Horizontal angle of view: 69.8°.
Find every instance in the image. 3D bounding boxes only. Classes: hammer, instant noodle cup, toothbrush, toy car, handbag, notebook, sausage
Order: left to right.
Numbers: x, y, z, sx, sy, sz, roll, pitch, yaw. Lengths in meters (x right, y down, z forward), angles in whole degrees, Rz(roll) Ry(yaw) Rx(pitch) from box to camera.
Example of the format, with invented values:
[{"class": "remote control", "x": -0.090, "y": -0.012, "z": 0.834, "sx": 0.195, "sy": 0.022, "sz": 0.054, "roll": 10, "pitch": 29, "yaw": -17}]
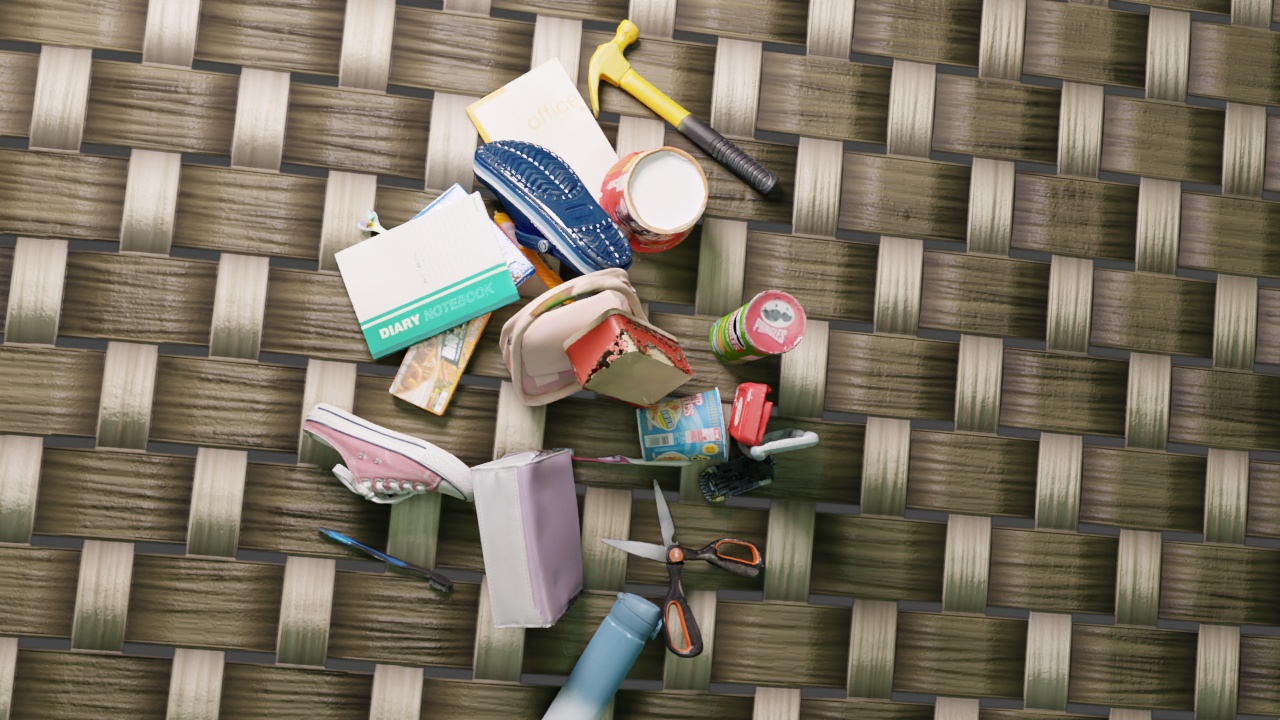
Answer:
[{"class": "toothbrush", "x": -0.330, "y": 0.256, "z": 1.183, "sx": 0.189, "sy": 0.014, "sz": 0.016, "roll": 24, "pitch": 109, "yaw": -3}, {"class": "toothbrush", "x": -0.285, "y": -0.132, "z": 1.202, "sx": 0.189, "sy": 0.020, "sz": 0.029, "roll": 35, "pitch": 81, "yaw": -3}, {"class": "notebook", "x": -0.274, "y": -0.107, "z": 1.173, "sx": 0.209, "sy": 0.012, "sz": 0.150, "roll": -22, "pitch": 86, "yaw": 8}, {"class": "handbag", "x": -0.135, "y": 0.214, "z": 1.138, "sx": 0.099, "sy": 0.144, "sz": 0.197, "roll": -7, "pitch": 90, "yaw": 24}, {"class": "sausage", "x": -0.140, "y": -0.135, "z": 1.215, "sx": 0.021, "sy": 0.021, "sz": 0.165, "roll": -40, "pitch": 91, "yaw": -6}, {"class": "notebook", "x": -0.120, "y": -0.284, "z": 1.230, "sx": 0.146, "sy": 0.010, "sz": 0.206, "roll": -31, "pitch": 91, "yaw": -6}, {"class": "handbag", "x": -0.080, "y": -0.043, "z": 1.109, "sx": 0.193, "sy": 0.234, "sz": 0.093, "roll": -23, "pitch": 72, "yaw": -9}, {"class": "toothbrush", "x": -0.025, "y": 0.129, "z": 1.217, "sx": 0.187, "sy": 0.016, "sz": 0.017, "roll": 3, "pitch": 77, "yaw": -5}, {"class": "instant noodle cup", "x": 0.021, "y": -0.210, "z": 1.183, "sx": 0.138, "sy": 0.108, "sz": 0.138, "roll": 0, "pitch": 92, "yaw": -11}, {"class": "instant noodle cup", "x": 0.053, "y": 0.091, "z": 1.191, "sx": 0.110, "sy": 0.099, "sz": 0.099, "roll": -8, "pitch": 88, "yaw": 1}, {"class": "hammer", "x": 0.058, "y": -0.322, "z": 1.238, "sx": 0.300, "sy": 0.033, "sz": 0.128, "roll": 36, "pitch": 85, "yaw": -3}, {"class": "toy car", "x": 0.129, "y": 0.153, "z": 1.221, "sx": 0.105, "sy": 0.031, "sz": 0.049, "roll": -19, "pitch": 90, "yaw": -5}]

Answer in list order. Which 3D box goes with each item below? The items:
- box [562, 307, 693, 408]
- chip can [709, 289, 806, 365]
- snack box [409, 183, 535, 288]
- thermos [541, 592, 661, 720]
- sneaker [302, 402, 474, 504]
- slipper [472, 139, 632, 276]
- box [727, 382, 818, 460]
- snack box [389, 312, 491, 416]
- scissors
[{"class": "box", "x": -0.007, "y": 0.007, "z": 1.105, "sx": 0.091, "sy": 0.168, "sz": 0.077, "roll": -36, "pitch": 63, "yaw": 19}, {"class": "chip can", "x": 0.137, "y": -0.034, "z": 1.129, "sx": 0.072, "sy": 0.236, "sz": 0.072, "roll": 0, "pitch": 86, "yaw": -5}, {"class": "snack box", "x": -0.218, "y": -0.147, "z": 1.193, "sx": 0.084, "sy": 0.026, "sz": 0.157, "roll": -41, "pitch": 82, "yaw": -8}, {"class": "thermos", "x": -0.051, "y": 0.402, "z": 1.176, "sx": 0.070, "sy": 0.070, "sz": 0.220, "roll": 33, "pitch": 85, "yaw": -3}, {"class": "sneaker", "x": -0.317, "y": 0.136, "z": 1.145, "sx": 0.241, "sy": 0.118, "sz": 0.087, "roll": 22, "pitch": 67, "yaw": 2}, {"class": "slipper", "x": -0.113, "y": -0.183, "z": 1.179, "sx": 0.253, "sy": 0.095, "sz": 0.104, "roll": 44, "pitch": 41, "yaw": 13}, {"class": "box", "x": 0.166, "y": 0.081, "z": 1.141, "sx": 0.100, "sy": 0.201, "sz": 0.095, "roll": 13, "pitch": 89, "yaw": 2}, {"class": "snack box", "x": -0.260, "y": -0.012, "z": 1.196, "sx": 0.075, "sy": 0.026, "sz": 0.153, "roll": 25, "pitch": 85, "yaw": -4}, {"class": "scissors", "x": 0.061, "y": 0.264, "z": 1.185, "sx": 0.220, "sy": 0.022, "sz": 0.233, "roll": -3, "pitch": 75, "yaw": -22}]
